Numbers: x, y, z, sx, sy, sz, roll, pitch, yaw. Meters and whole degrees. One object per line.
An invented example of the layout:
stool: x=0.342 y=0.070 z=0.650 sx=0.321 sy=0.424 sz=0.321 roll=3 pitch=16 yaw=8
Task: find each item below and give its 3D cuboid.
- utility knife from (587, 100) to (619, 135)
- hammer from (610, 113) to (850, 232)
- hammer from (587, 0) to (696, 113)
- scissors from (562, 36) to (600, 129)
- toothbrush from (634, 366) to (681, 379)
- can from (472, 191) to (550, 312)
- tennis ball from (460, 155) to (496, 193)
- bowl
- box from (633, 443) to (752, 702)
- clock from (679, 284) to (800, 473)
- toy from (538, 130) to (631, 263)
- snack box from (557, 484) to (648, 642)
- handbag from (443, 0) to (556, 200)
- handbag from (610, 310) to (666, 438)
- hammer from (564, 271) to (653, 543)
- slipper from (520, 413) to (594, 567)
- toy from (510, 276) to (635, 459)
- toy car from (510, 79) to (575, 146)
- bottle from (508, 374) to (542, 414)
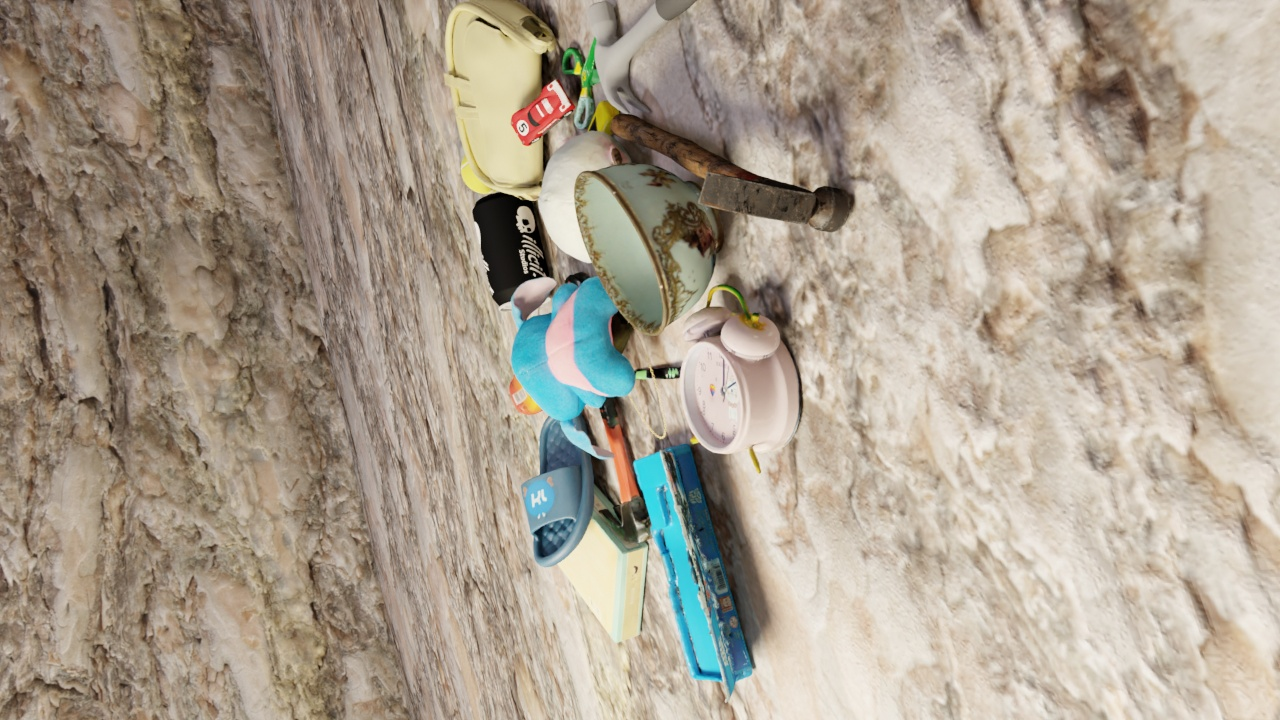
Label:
utility knife: x=-0.060 y=-0.228 z=1.040 sx=0.028 sy=0.020 sz=0.175 roll=69 pitch=152 yaw=21
hammer: x=0.039 y=-0.176 z=0.792 sx=0.330 sy=0.119 sz=0.033 roll=45 pitch=124 yaw=57
hammer: x=0.034 y=-0.320 z=0.815 sx=0.312 sy=0.029 sz=0.125 roll=-17 pitch=85 yaw=62
scissors: x=-0.058 y=-0.306 z=1.011 sx=0.127 sy=0.011 sz=0.123 roll=33 pitch=130 yaw=56
toothbrush: x=0.029 y=0.013 z=0.963 sx=0.188 sy=0.017 sz=0.014 roll=-5 pitch=89 yaw=64
can: x=-0.168 y=-0.143 z=1.208 sx=0.080 sy=0.080 sz=0.146 roll=-23 pitch=80 yaw=62
tennis ball: x=-0.215 y=-0.263 z=1.267 sx=0.065 sy=0.065 sz=0.065 roll=33 pitch=128 yaw=55
bowl: x=0.017 y=-0.113 z=0.834 sx=0.160 sy=0.093 sz=0.160 roll=53 pitch=160 yaw=28
box: x=0.061 y=0.206 z=0.934 sx=0.176 sy=0.059 sz=0.243 roll=128 pitch=127 yaw=-77
clock: x=0.084 y=0.010 z=0.812 sx=0.117 sy=0.058 sz=0.158 roll=22 pitch=118 yaw=58
toy: x=-0.066 y=-0.179 z=0.986 sx=0.179 sy=0.101 sz=0.139 roll=-137 pitch=46 yaw=-61
snack box: x=-0.059 y=0.247 z=1.188 sx=0.193 sy=0.044 sz=0.142 roll=41 pitch=133 yaw=50
handbag: x=-0.170 y=-0.324 z=1.139 sx=0.191 sy=0.088 sz=0.233 roll=32 pitch=127 yaw=51
handbag: x=-0.006 y=0.005 z=1.013 sx=0.178 sy=0.027 sz=0.084 roll=65 pitch=153 yaw=25
hammer: x=-0.040 y=0.053 z=1.098 sx=0.133 sy=0.033 sz=0.333 roll=-28 pitch=74 yaw=63
slipper: x=-0.106 y=0.153 z=1.161 sx=0.104 sy=0.059 sz=0.213 roll=-24 pitch=53 yaw=36
toy: x=-0.072 y=0.005 z=1.018 sx=0.192 sy=0.098 sz=0.224 roll=-24 pitch=84 yaw=56
toy car: x=-0.114 y=-0.283 z=1.051 sx=0.090 sy=0.025 sz=0.038 roll=-30 pitch=93 yaw=33
bottle: x=-0.140 y=0.020 z=1.251 sx=0.071 sy=0.048 sz=0.134 roll=67 pitch=151 yaw=22
